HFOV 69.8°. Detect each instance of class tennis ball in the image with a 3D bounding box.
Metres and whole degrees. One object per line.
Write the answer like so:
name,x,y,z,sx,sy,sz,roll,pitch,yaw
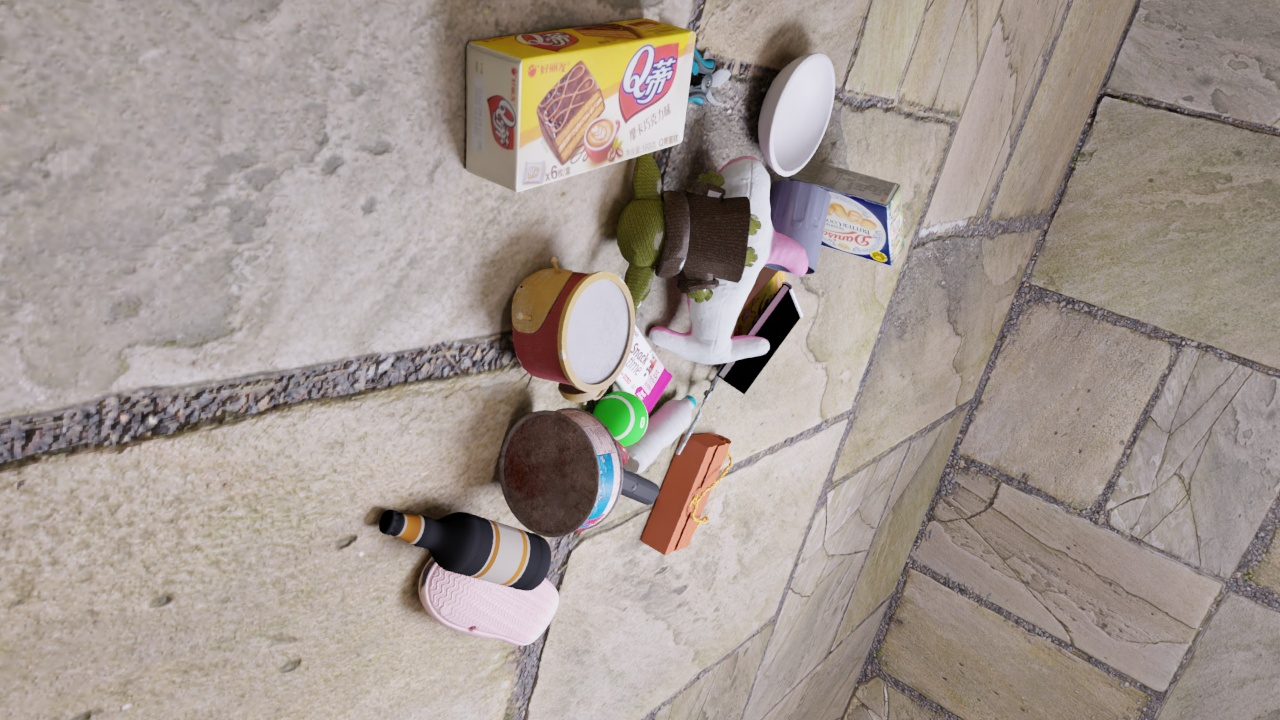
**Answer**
tennis ball,-0.024,0.068,1.075,0.065,0.065,0.065,-37,142,-38

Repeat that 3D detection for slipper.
slipper,-0.162,0.255,1.016,0.106,0.056,0.221,-58,141,-12

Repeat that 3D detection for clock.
clock,-0.066,-0.023,0.917,0.116,0.081,0.159,-62,143,-25

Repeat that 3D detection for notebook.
notebook,0.169,-0.025,1.265,0.149,0.016,0.206,-54,164,2

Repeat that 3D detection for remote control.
remote control,-0.012,0.167,1.222,0.033,0.015,0.146,-61,150,-4

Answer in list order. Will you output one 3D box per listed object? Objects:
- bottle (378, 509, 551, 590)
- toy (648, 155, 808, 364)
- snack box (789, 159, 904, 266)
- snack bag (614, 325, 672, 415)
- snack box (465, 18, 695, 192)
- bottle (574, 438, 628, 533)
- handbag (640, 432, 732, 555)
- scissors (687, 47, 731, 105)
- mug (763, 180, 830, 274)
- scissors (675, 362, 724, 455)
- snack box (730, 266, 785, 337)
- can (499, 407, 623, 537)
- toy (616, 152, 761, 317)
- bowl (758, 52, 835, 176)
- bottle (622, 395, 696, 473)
bottle,-0.174,0.181,0.905,0.181,0.059,0.059,27,90,-39
toy,0.099,-0.123,1.096,0.186,0.127,0.266,4,119,-11
snack box,0.288,-0.204,1.271,0.042,0.144,0.145,-58,150,-18
snack bag,-0.007,0.006,1.103,0.070,0.016,0.196,-57,150,-13
snack box,-0.047,-0.231,0.803,0.229,0.062,0.110,-29,136,-44
bottle,-0.069,0.141,1.046,0.111,0.099,0.099,-61,152,-26
handbag,0.079,0.196,1.350,0.108,0.060,0.172,2,111,-62
scissors,0.047,-0.288,0.951,0.124,0.019,0.155,-57,149,-10
mug,0.183,-0.178,1.189,0.123,0.084,0.104,16,86,-33
scissors,0.088,0.057,1.259,0.175,0.014,0.141,-66,173,27
snack box,0.149,-0.070,1.262,0.125,0.040,0.088,-46,146,-27
can,-0.084,0.115,0.952,0.044,0.130,0.130,-2,115,-57
toy,0.051,-0.131,0.966,0.078,0.152,0.179,-116,-149,-78
bowl,0.183,-0.305,1.126,0.149,0.043,0.150,-38,142,-38
bottle,0.026,0.091,1.193,0.135,0.044,0.044,-41,144,-33
